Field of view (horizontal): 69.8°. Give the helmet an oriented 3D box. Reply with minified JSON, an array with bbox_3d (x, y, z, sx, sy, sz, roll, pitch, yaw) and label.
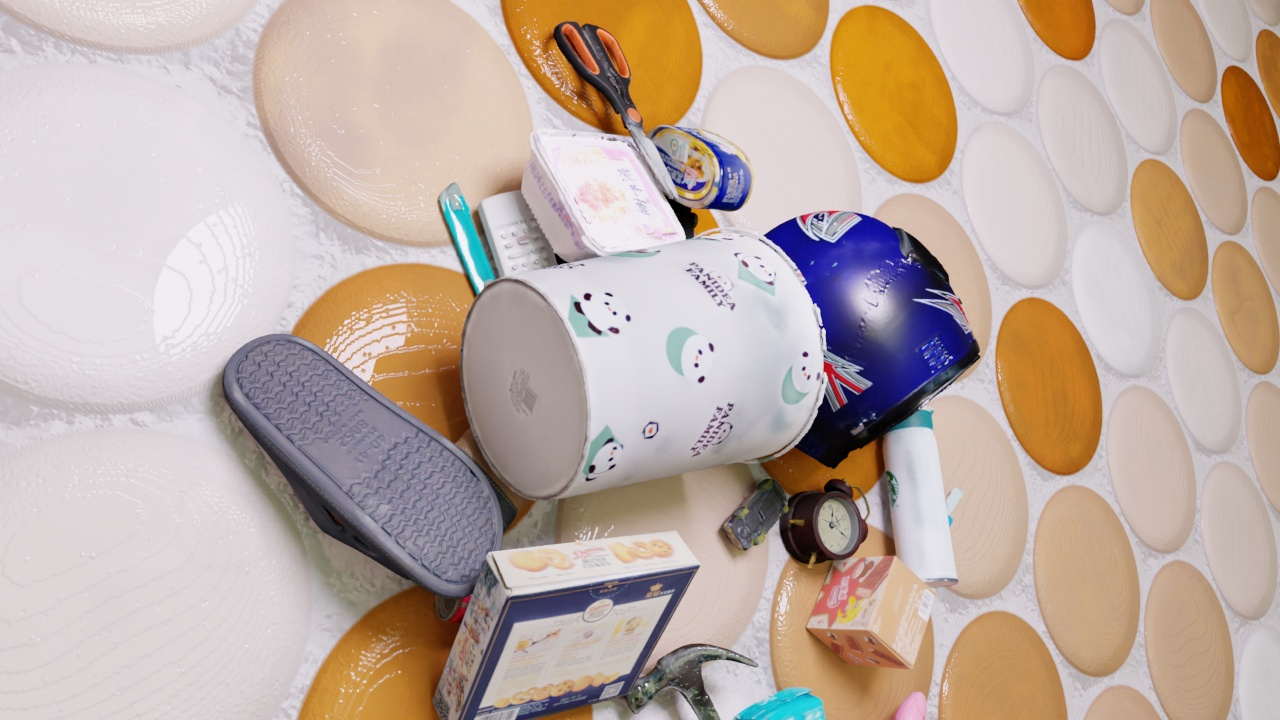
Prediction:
[{"bbox_3d":[0.211,-0.038,0.982,0.240,0.248,0.314,55,23,10],"label":"helmet"}]

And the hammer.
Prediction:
[{"bbox_3d":[0.112,0.417,0.868,0.126,0.032,0.323,-29,88,-12],"label":"hammer"}]

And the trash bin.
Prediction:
[{"bbox_3d":[-0.005,0.005,0.809,0.251,0.230,0.229,-11,84,-40],"label":"trash bin"}]

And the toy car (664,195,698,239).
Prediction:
[{"bbox_3d":[0.035,-0.120,0.996,0.056,0.037,0.122,2,78,-33],"label":"toy car"}]

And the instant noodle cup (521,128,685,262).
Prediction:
[{"bbox_3d":[-0.044,-0.154,0.905,0.173,0.060,0.138,-16,74,-58],"label":"instant noodle cup"}]

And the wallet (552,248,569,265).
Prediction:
[{"bbox_3d":[-0.066,-0.100,0.934,0.122,0.020,0.096,46,57,-14],"label":"wallet"}]

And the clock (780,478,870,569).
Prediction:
[{"bbox_3d":[0.213,0.181,1.032,0.121,0.055,0.082,-23,91,-34],"label":"clock"}]

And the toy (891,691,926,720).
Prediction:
[{"bbox_3d":[0.301,0.472,1.012,0.178,0.075,0.194,-1,82,-46],"label":"toy"}]

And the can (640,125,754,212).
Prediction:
[{"bbox_3d":[0.058,-0.206,0.976,0.049,0.148,0.075,-3,119,-33],"label":"can"}]

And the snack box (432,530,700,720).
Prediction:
[{"bbox_3d":[-0.062,0.226,0.763,0.177,0.183,0.045,0,36,-35],"label":"snack box"}]

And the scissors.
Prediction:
[{"bbox_3d":[-0.028,-0.263,0.964,0.142,0.022,0.234,11,55,-39],"label":"scissors"}]

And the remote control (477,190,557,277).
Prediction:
[{"bbox_3d":[-0.108,-0.090,0.886,0.058,0.021,0.150,-19,90,-28],"label":"remote control"}]

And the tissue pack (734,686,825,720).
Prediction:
[{"bbox_3d":[0.150,0.411,0.933,0.093,0.050,0.133,-5,82,-35],"label":"tissue pack"}]

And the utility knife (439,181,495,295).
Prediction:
[{"bbox_3d":[-0.143,-0.065,0.873,0.029,0.013,0.223,-23,92,-37],"label":"utility knife"}]

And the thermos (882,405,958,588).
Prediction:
[{"bbox_3d":[0.329,0.157,1.105,0.073,0.073,0.224,12,65,-32],"label":"thermos"}]

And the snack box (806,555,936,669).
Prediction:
[{"bbox_3d":[0.255,0.277,1.013,0.077,0.095,0.092,42,58,-19],"label":"snack box"}]

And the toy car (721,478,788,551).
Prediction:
[{"bbox_3d":[0.124,0.164,0.988,0.090,0.035,0.042,-40,103,-35],"label":"toy car"}]

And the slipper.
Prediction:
[{"bbox_3d":[-0.225,0.090,0.746,0.268,0.084,0.110,42,48,1],"label":"slipper"}]

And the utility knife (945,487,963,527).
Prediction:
[{"bbox_3d":[0.363,0.225,1.147,0.034,0.018,0.193,50,57,-7],"label":"utility knife"}]

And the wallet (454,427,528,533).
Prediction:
[{"bbox_3d":[-0.123,0.087,0.839,0.090,0.033,0.115,50,55,-17],"label":"wallet"}]

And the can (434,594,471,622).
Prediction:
[{"bbox_3d":[-0.108,0.207,0.804,0.132,0.053,0.053,16,69,-31],"label":"can"}]
